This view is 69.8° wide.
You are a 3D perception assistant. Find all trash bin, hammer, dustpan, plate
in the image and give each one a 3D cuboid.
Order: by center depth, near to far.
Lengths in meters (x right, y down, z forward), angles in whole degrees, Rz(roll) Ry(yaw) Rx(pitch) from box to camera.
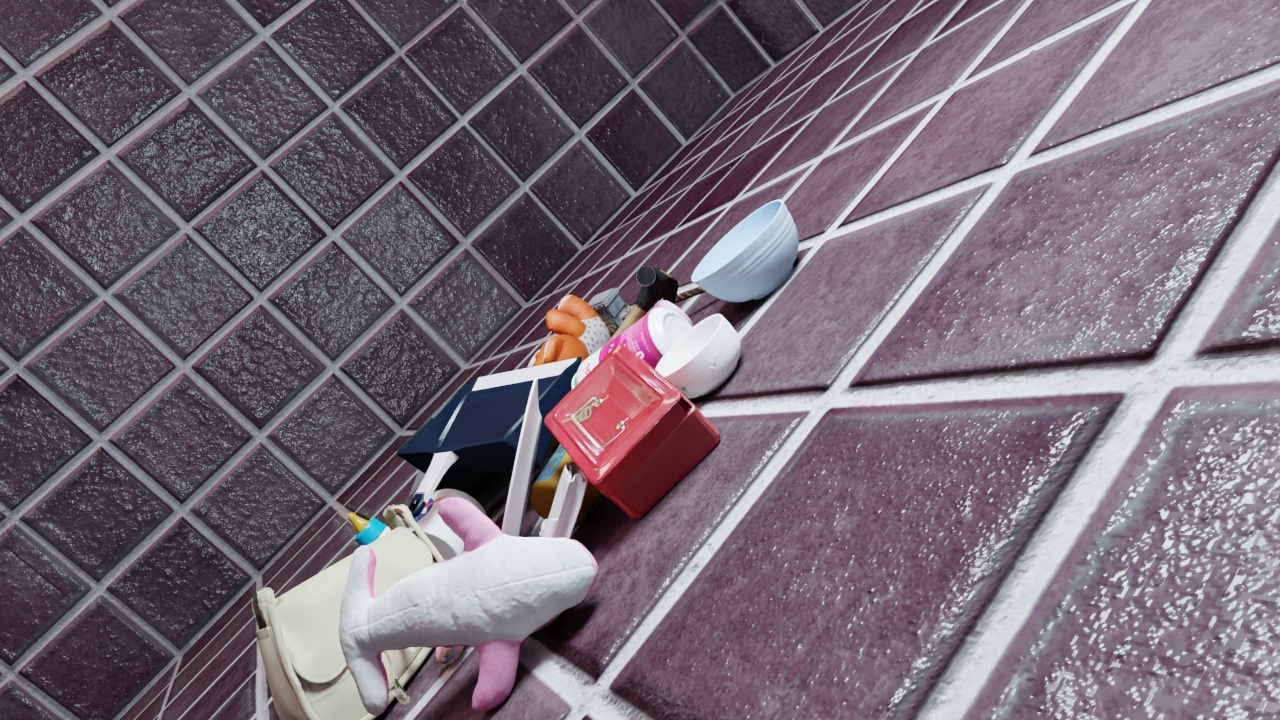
[{"bbox_3d":[-0.131,0.140,1.013,0.242,0.016,0.242,-172,93,-86],"label":"plate"},{"bbox_3d":[-0.226,0.101,1.222,0.237,0.080,0.272,-10,50,41],"label":"dustpan"},{"bbox_3d":[-0.050,0.003,1.300,0.306,0.040,0.132,-55,-16,9],"label":"hammer"},{"bbox_3d":[0.053,-0.091,1.355,0.323,0.098,0.044,-18,27,45],"label":"hammer"},{"bbox_3d":[-0.263,0.169,1.423,0.192,0.097,0.220,-44,11,0],"label":"trash bin"}]

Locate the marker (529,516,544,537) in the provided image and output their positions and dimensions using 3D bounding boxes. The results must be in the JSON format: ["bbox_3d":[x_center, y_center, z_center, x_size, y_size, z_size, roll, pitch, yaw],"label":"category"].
[{"bbox_3d":[-0.119,0.206,1.025,0.019,0.019,0.145,-36,15,31],"label":"marker"}]

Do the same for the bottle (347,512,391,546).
[{"bbox_3d":[-0.351,0.261,1.272,0.051,0.146,0.051,-41,13,11],"label":"bottle"}]

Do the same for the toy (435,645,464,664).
[{"bbox_3d":[-0.189,0.261,0.962,0.109,0.053,0.104,107,177,-45],"label":"toy"}]

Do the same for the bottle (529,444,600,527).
[{"bbox_3d":[-0.063,0.114,1.045,0.068,0.068,0.156,-33,16,40],"label":"bottle"}]

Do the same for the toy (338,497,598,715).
[{"bbox_3d":[-0.150,0.226,0.849,0.266,0.186,0.128,-17,-19,14],"label":"toy"}]

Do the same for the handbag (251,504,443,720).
[{"bbox_3d":[-0.299,0.283,1.008,0.132,0.184,0.228,-27,4,44],"label":"handbag"}]

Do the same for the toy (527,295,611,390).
[{"bbox_3d":[-0.110,0.000,1.379,0.093,0.164,0.172,6,28,22],"label":"toy"}]

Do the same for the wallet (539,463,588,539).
[{"bbox_3d":[-0.084,0.163,0.923,0.086,0.032,0.116,-170,96,-82],"label":"wallet"}]

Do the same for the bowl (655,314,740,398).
[{"bbox_3d":[0.070,0.001,1.032,0.105,0.054,0.104,-42,14,13],"label":"bowl"}]

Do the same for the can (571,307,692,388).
[{"bbox_3d":[-0.007,0.007,1.170,0.166,0.088,0.088,-35,15,34],"label":"can"}]

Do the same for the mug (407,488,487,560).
[{"bbox_3d":[-0.267,0.243,1.220,0.122,0.091,0.089,-58,3,33],"label":"mug"}]

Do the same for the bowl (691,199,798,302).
[{"bbox_3d":[0.145,-0.126,1.166,0.151,0.075,0.150,-42,12,11],"label":"bowl"}]

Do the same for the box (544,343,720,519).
[{"bbox_3d":[-0.016,0.066,0.925,0.129,0.087,0.158,-43,30,-3],"label":"box"}]

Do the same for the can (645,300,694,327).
[{"bbox_3d":[0.027,-0.034,1.249,0.076,0.067,0.067,-48,13,-13],"label":"can"}]
